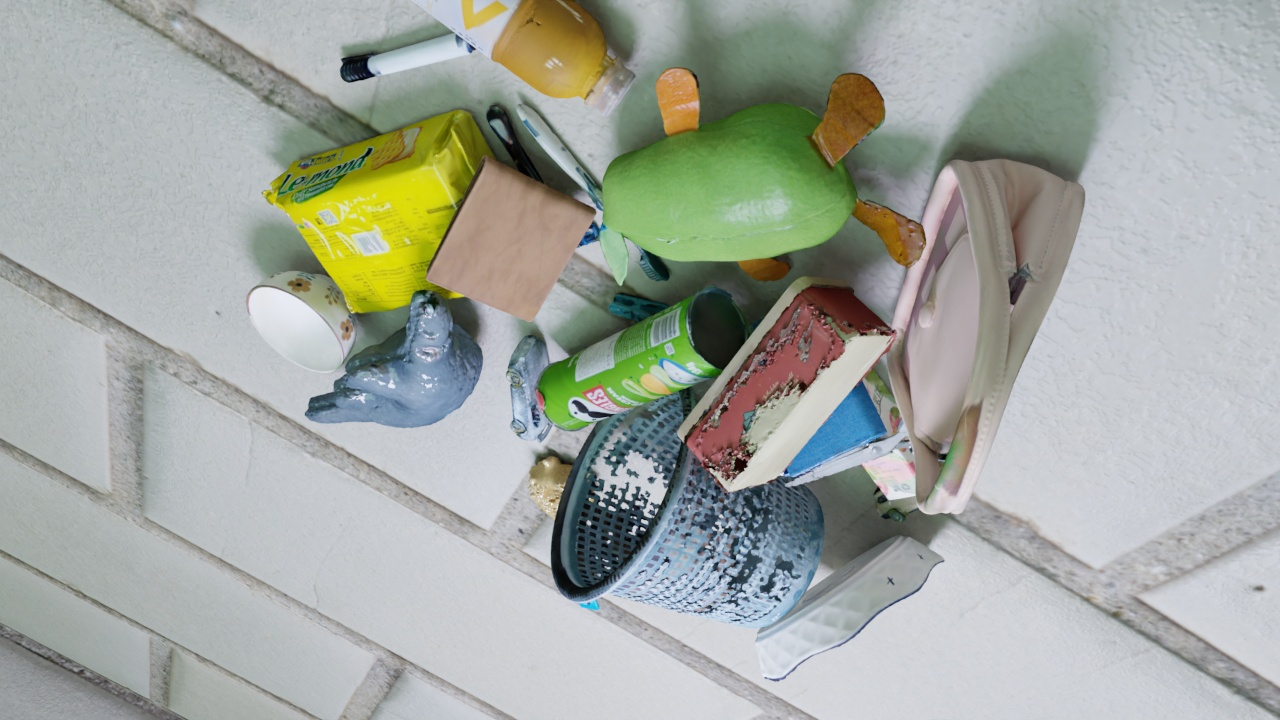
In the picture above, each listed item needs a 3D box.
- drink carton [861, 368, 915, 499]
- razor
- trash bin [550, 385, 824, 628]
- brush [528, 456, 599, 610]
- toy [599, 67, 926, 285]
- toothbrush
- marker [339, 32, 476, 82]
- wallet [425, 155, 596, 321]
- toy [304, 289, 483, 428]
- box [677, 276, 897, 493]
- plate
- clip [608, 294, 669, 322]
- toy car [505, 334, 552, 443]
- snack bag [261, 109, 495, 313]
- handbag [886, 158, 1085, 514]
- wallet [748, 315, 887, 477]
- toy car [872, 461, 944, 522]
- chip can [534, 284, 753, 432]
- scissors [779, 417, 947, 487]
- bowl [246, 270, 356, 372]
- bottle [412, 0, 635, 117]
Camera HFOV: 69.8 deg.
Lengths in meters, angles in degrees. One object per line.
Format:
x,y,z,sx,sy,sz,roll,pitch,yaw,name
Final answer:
0.207,0.063,0.806,0.046,0.053,0.122,-22,119,39,drink carton
-0.085,-0.147,0.759,0.043,0.022,0.143,-14,124,31,razor
0.054,0.149,0.865,0.195,0.226,0.227,28,139,-22,trash bin
-0.078,0.213,1.080,0.083,0.045,0.255,5,128,16,brush
0.072,-0.124,0.662,0.247,0.089,0.227,-1,143,30,toy
-0.038,-0.134,0.755,0.018,0.016,0.191,-15,125,48,toothbrush
-0.184,-0.239,0.718,0.131,0.018,0.023,-4,121,28,marker
-0.106,-0.095,0.745,0.101,0.020,0.115,23,113,-25,wallet
-0.230,0.012,0.907,0.137,0.091,0.357,8,158,-30,toy
0.115,0.026,0.699,0.079,0.091,0.169,49,119,27,box
0.195,0.235,0.892,0.045,0.204,0.205,56,138,14,plate
-0.001,-0.045,0.820,0.056,0.041,0.014,18,138,14,clip
-0.107,0.030,0.917,0.037,0.054,0.121,14,135,16,toy car
-0.210,-0.117,0.812,0.247,0.068,0.158,-7,128,31,snack bag
0.218,-0.001,0.606,0.093,0.233,0.194,13,136,10,handbag
0.134,0.022,0.764,0.107,0.040,0.133,-33,73,38,wallet
0.255,0.117,0.843,0.035,0.042,0.091,48,138,-5,toy car
-0.005,0.005,0.803,0.072,0.072,0.237,43,144,-18,chip can
0.205,0.080,0.772,0.145,0.014,0.173,24,123,-7,scissors
-0.334,-0.049,0.936,0.113,0.062,0.114,18,139,16,bowl
-0.089,-0.241,0.636,0.189,0.067,0.068,35,136,-10,bottle
